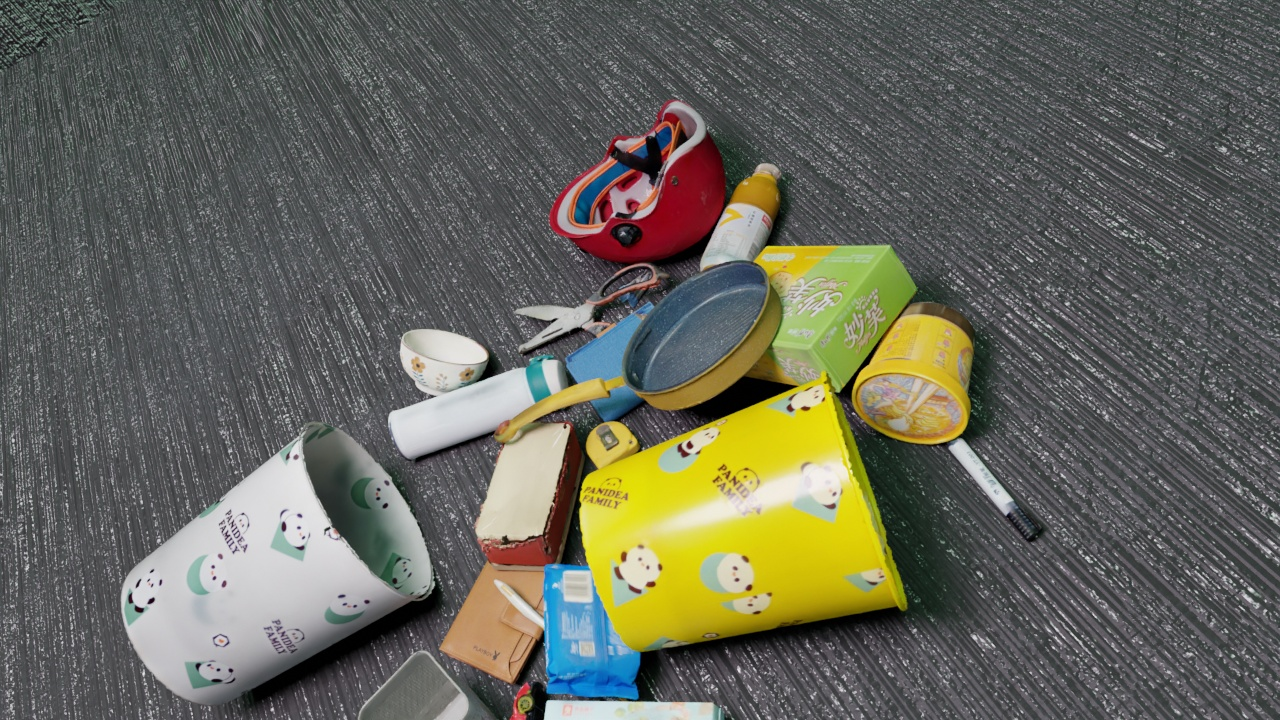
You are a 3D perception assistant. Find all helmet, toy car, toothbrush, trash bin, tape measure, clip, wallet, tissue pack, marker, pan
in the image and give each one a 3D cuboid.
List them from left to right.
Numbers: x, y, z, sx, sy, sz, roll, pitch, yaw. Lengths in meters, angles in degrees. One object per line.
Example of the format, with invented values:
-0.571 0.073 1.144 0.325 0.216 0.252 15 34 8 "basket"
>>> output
-0.398 0.231 1.008 0.252 0.229 0.229 -34 51 1 "trash bin"
-0.146 0.275 0.999 0.108 0.031 0.131 14 63 30 "wallet"
-0.116 0.371 0.905 0.031 0.049 0.106 -1 57 18 "toy car"
-0.087 0.291 0.948 0.191 0.016 0.018 37 77 21 "toothbrush"
-0.051 0.271 0.926 0.095 0.052 0.157 4 41 -11 "tissue pack"
-0.036 0.099 1.084 0.060 0.029 0.057 -35 51 -7 "tape measure"
-0.015 0.002 1.127 0.133 0.040 0.106 -34 72 -2 "wallet"
-0.006 0.006 1.030 0.358 0.078 0.197 -37 27 11 "pan"
-0.003 -0.099 1.217 0.058 0.027 0.045 -45 46 -14 "clip"
0.012 -0.209 1.217 0.240 0.144 0.206 -30 35 22 "helmet"
0.094 0.157 0.881 0.256 0.230 0.229 -19 51 13 "trash bin"
0.356 0.127 0.927 0.022 0.018 0.130 -21 51 -11 "marker"

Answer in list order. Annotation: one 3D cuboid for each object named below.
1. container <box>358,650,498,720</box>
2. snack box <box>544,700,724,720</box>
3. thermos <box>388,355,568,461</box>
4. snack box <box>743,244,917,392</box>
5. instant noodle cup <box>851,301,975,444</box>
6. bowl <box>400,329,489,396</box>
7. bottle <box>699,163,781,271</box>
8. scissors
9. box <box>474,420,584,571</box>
-0.197 0.359 0.901 0.090 0.114 0.090 -45 54 -14 "container"
-0.009 0.366 0.867 0.175 0.052 0.074 -6 54 16 "snack box"
-0.199 0.057 1.149 0.224 0.073 0.073 -19 52 6 "thermos"
0.180 -0.054 1.037 0.157 0.070 0.210 -49 27 -17 "snack box"
0.297 0.009 0.975 0.119 0.118 0.114 9 52 25 "instant noodle cup"
-0.260 0.008 1.197 0.113 0.113 0.062 29 110 34 "bowl"
0.137 -0.177 1.193 0.068 0.068 0.189 11 60 26 "bottle"
-0.059 -0.059 1.193 0.227 0.015 0.189 30 85 25 "scissors"
-0.125 0.144 1.032 0.091 0.080 0.168 -1 45 13 "box"
